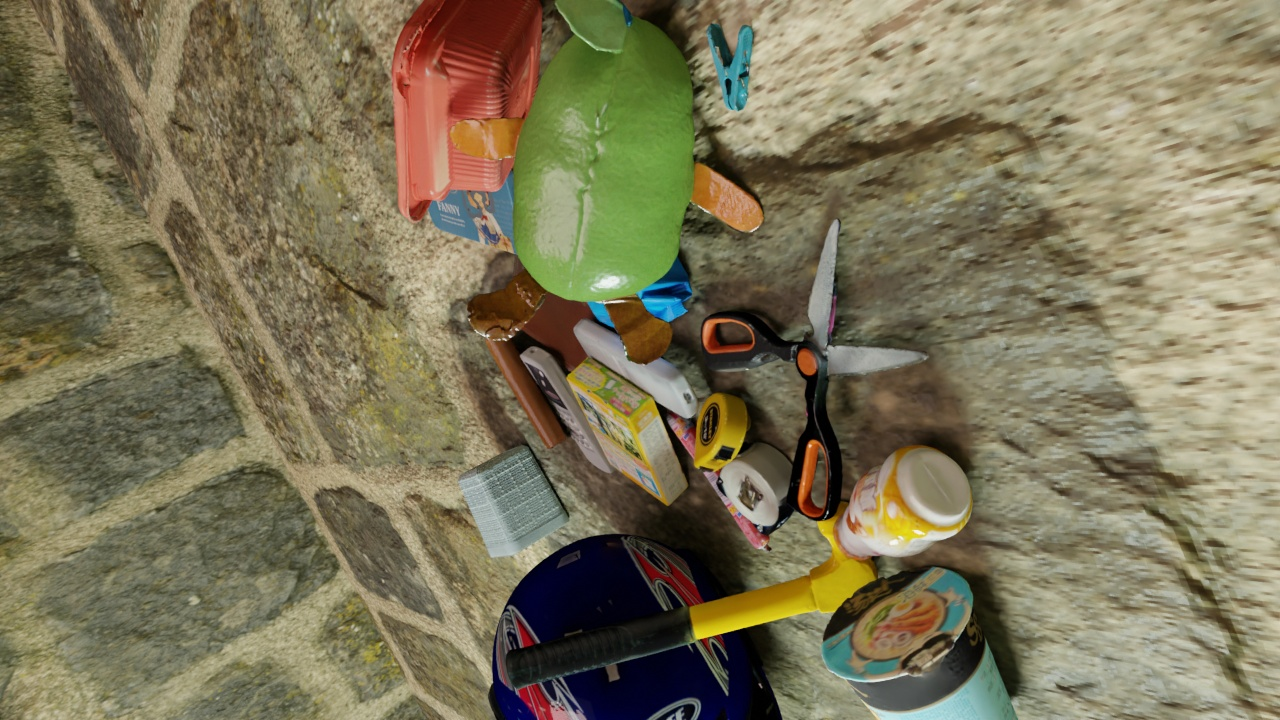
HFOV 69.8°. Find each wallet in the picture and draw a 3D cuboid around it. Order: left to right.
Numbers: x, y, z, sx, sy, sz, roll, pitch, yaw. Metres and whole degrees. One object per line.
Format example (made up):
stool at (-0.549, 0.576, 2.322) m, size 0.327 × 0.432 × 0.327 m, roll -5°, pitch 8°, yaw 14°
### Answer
wallet at (-0.120, 0.034, 0.976) m, size 0.132 × 0.031 × 0.108 m, roll 60°, pitch 174°, yaw 3°
wallet at (-0.076, -0.049, 0.873) m, size 0.124 × 0.032 × 0.101 m, roll 39°, pitch 141°, yaw 30°

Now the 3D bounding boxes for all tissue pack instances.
tissue pack at (-0.023, -0.091, 0.736) m, size 0.157 × 0.052 × 0.095 m, roll 62°, pitch 150°, yaw -4°

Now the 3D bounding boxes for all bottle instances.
bottle at (0.169, 0.101, 0.611) m, size 0.063 × 0.063 × 0.109 m, roll 52°, pitch 148°, yaw 13°

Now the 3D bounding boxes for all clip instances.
clip at (0.058, -0.184, 0.576) m, size 0.034 × 0.013 × 0.054 m, roll 23°, pitch 134°, yaw 47°

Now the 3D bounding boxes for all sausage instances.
sausage at (0.068, 0.102, 0.803) m, size 0.156 × 0.020 × 0.020 m, roll 55°, pitch 149°, yaw 7°

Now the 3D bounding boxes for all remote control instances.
remote control at (-0.071, 0.051, 0.924) m, size 0.058 × 0.021 × 0.150 m, roll 19°, pitch 145°, yaw 59°
remote control at (-0.005, 0.005, 0.782) m, size 0.136 × 0.020 × 0.056 m, roll 29°, pitch 158°, yaw 43°

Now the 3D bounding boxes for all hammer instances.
hammer at (0.039, 0.207, 0.719) m, size 0.032 × 0.301 × 0.129 m, roll -71°, pitch -36°, yaw -77°

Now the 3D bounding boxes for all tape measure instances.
tape measure at (0.067, 0.056, 0.736) m, size 0.057 × 0.029 × 0.059 m, roll 133°, pitch 147°, yaw -57°
tape measure at (0.097, 0.101, 0.746) m, size 0.066 × 0.033 × 0.066 m, roll 43°, pitch 146°, yaw 23°

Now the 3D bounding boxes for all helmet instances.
helmet at (-0.002, 0.308, 0.850) m, size 0.315 × 0.247 × 0.241 m, roll 50°, pitch 167°, yaw 33°

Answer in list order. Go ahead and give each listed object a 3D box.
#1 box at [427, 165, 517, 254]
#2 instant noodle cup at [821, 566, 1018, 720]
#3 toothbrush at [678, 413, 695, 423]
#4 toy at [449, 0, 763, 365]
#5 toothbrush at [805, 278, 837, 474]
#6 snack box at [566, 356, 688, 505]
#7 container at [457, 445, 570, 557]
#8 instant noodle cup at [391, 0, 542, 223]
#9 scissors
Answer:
box at (-0.141, -0.158, 0.843) m, size 0.184 × 0.061 × 0.090 m, roll 18°, pitch 130°, yaw 46°
instant noodle cup at (0.203, 0.226, 0.638) m, size 0.111 × 0.111 × 0.120 m, roll -10°, pitch 115°, yaw 58°
toothbrush at (-0.004, -0.028, 0.806) m, size 0.189 × 0.016 × 0.014 m, roll 59°, pitch 159°, yaw 6°
toy at (-0.027, -0.119, 0.634) m, size 0.227 × 0.089 × 0.247 m, roll 14°, pitch 111°, yaw 0°
toothbrush at (0.124, 0.022, 0.655) m, size 0.014 × 0.017 × 0.189 m, roll 40°, pitch 144°, yaw 40°
snack box at (-0.010, 0.067, 0.840) m, size 0.087 × 0.033 × 0.140 m, roll 31°, pitch 158°, yaw 38°
container at (-0.161, 0.172, 1.132) m, size 0.090 × 0.089 × 0.111 m, roll -24°, pitch 93°, yaw 59°
instant noodle cup at (-0.129, -0.210, 0.703) m, size 0.079 × 0.188 × 0.165 m, roll 15°, pitch 141°, yaw 2°
scissors at (0.113, 0.008, 0.637) m, size 0.221 × 0.021 × 0.235 m, roll 27°, pitch 128°, yaw 52°
